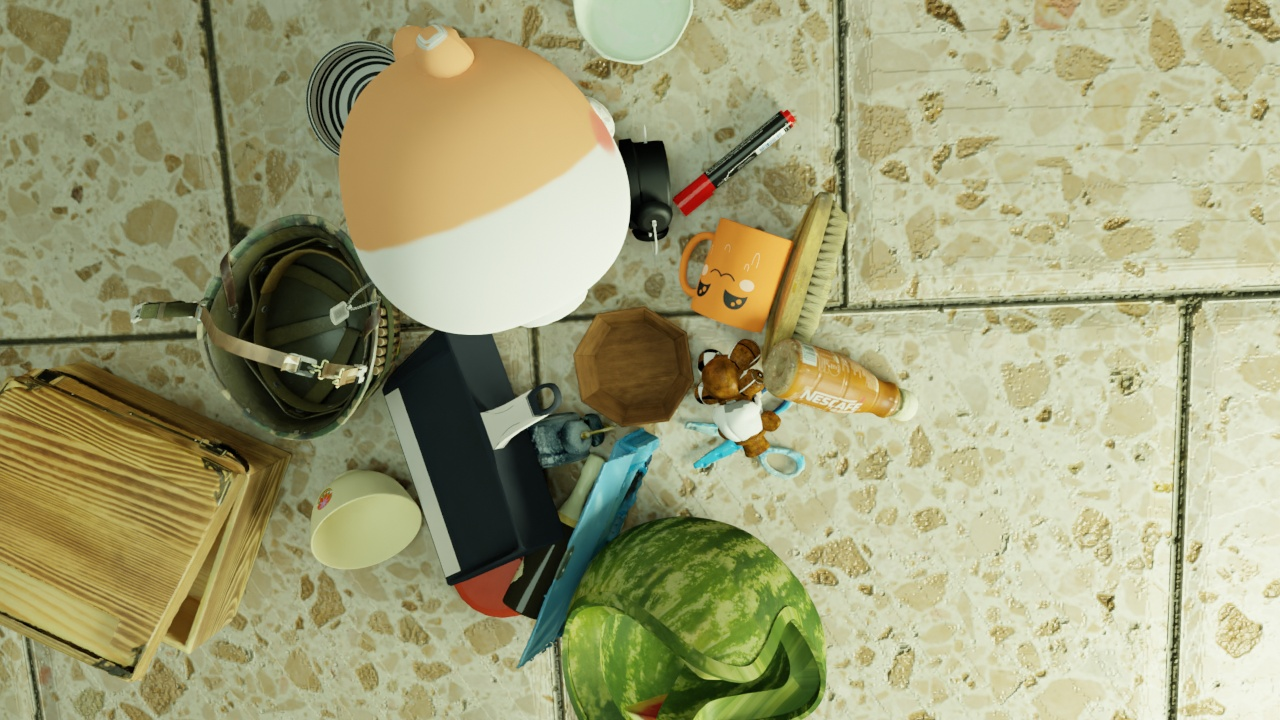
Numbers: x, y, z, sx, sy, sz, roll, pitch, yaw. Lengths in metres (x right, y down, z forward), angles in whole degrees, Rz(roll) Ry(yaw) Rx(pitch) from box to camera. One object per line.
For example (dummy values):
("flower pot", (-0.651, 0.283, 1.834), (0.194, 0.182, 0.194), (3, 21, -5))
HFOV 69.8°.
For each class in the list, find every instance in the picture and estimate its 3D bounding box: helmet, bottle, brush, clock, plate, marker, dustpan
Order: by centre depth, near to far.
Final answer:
("helmet", (-0.337, -0.032, 0.901), (0.193, 0.235, 0.225), (20, 118, 8))
("helmet", (0.052, 0.267, 0.905), (0.243, 0.246, 0.214), (41, 120, 34))
("dustpan", (-0.162, 0.083, 0.910), (0.274, 0.080, 0.236), (-27, 78, 28))
("bottle", (0.204, 0.026, 0.917), (0.167, 0.059, 0.059), (16, 102, -23))
("clock", (0.006, -0.165, 0.917), (0.042, 0.091, 0.120), (-7, 84, -2))
("brush", (0.164, -0.073, 0.927), (0.043, 0.059, 0.195), (13, 105, -6))
("marker", (0.096, -0.202, 0.935), (0.145, 0.021, 0.023), (-38, 115, 11))
("clock", (-0.087, 0.084, 0.968), (0.129, 0.090, 0.052), (-9, 92, 15))
("plate", (-0.006, 0.005, 0.974), (0.131, 0.025, 0.131), (2, 100, 10))
("bottle", (-0.087, 0.186, 0.991), (0.045, 0.045, 0.184), (27, 83, 2))

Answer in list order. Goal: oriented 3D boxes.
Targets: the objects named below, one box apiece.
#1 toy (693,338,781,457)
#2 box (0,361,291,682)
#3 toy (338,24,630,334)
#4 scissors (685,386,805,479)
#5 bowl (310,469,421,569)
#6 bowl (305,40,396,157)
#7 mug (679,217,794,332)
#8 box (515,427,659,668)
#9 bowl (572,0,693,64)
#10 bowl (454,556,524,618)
("toy", (0.100, 0.042, 0.945), (0.087, 0.067, 0.112), (-17, 107, 42))
("box", (-0.570, 0.156, 0.978), (0.279, 0.220, 0.259), (23, 99, 4))
("toy", (-0.143, -0.166, 0.839), (0.265, 0.263, 0.281), (-29, 118, -13))
("scissors", (0.114, 0.072, 0.982), (0.137, 0.012, 0.127), (13, 100, 7))
("bowl", (-0.310, 0.162, 1.010), (0.118, 0.118, 0.074), (-44, 49, 11))
("bowl", (-0.274, -0.262, 0.947), (0.120, 0.066, 0.120), (1, 99, 7))
("mug", (0.089, -0.092, 0.933), (0.113, 0.077, 0.096), (26, 103, 34))
("box", (-0.054, 0.187, 0.938), (0.033, 0.174, 0.232), (25, 100, 12))
("bowl", (-0.005, -0.348, 0.903), (0.117, 0.061, 0.117), (1, 100, 7))
("bowl", (-0.160, 0.237, 1.028), (0.122, 0.035, 0.122), (1, 99, 7))
